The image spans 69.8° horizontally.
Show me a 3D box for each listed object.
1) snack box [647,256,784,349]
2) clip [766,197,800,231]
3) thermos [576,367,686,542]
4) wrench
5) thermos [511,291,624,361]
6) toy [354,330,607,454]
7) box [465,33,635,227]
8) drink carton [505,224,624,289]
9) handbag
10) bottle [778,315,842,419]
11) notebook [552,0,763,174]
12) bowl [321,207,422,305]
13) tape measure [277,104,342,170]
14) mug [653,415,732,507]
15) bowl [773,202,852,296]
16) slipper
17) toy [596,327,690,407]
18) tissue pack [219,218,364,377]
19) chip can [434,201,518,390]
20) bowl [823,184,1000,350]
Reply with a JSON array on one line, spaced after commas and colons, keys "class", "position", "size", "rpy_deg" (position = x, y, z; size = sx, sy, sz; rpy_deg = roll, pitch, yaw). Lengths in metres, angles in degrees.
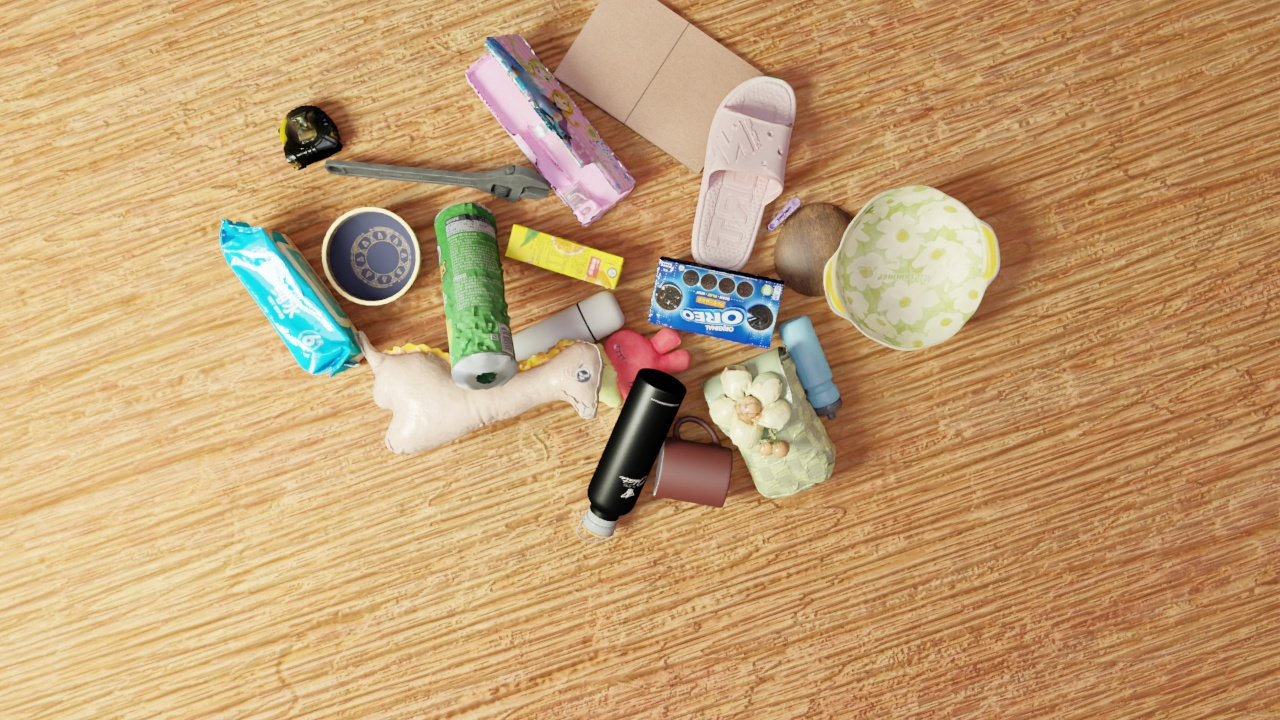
[{"class": "snack box", "position": [0.088, -0.069, 1.087], "size": [0.150, 0.027, 0.082], "rpy_deg": [12, 110, 8]}, {"class": "clip", "position": [0.172, -0.175, 1.101], "size": [0.013, 0.036, 0.053], "rpy_deg": [44, 106, -2]}, {"class": "thermos", "position": [-0.018, 0.123, 1.092], "size": [0.061, 0.061, 0.232], "rpy_deg": [23, 109, -2]}, {"class": "wrench", "position": [-0.239, -0.216, 1.080], "size": [0.273, 0.073, 0.018], "rpy_deg": [6, 72, 5]}, {"class": "thermos", "position": [-0.125, -0.015, 1.098], "size": [0.224, 0.052, 0.052], "rpy_deg": [-27, 95, 2]}, {"class": "toy", "position": [-0.178, 0.012, 1.044], "size": [0.264, 0.065, 0.196], "rpy_deg": [-23, 85, -3]}, {"class": "box", "position": [-0.105, -0.269, 1.055], "size": [0.085, 0.096, 0.230], "rpy_deg": [-38, 94, 3]}, {"class": "drink carton", "position": [-0.088, -0.121, 1.087], "size": [0.134, 0.058, 0.043], "rpy_deg": [17, 96, -2]}, {"class": "handbag", "position": [0.154, 0.079, 1.074], "size": [0.113, 0.116, 0.186], "rpy_deg": [-26, 99, 19]}, {"class": "bottle", "position": [0.208, 0.011, 1.110], "size": [0.040, 0.040, 0.130], "rpy_deg": [-23, 95, 1]}, {"class": "notebook", "position": [0.021, -0.339, 1.094], "size": [0.209, 0.008, 0.141], "rpy_deg": [33, 94, -3]}, {"class": "bowl", "position": [-0.310, -0.122, 1.083], "size": [0.112, 0.061, 0.112], "rpy_deg": [0, 95, -1]}, {"class": "tape measure", "position": [-0.388, -0.267, 1.076], "size": [0.067, 0.038, 0.062], "rpy_deg": [-21, 80, 2]}, {"class": "mug", "position": [0.065, 0.119, 1.108], "size": [0.082, 0.073, 0.105], "rpy_deg": [10, 69, -2]}, {"class": "bowl", "position": [0.215, -0.134, 1.104], "size": [0.102, 0.026, 0.114], "rpy_deg": [25, 94, -3]}, {"class": "slipper", "position": [0.120, -0.217, 1.073], "size": [0.094, 0.064, 0.239], "rpy_deg": [14, 97, -10]}, {"class": "toy", "position": [-0.007, 0.006, 1.105], "size": [0.135, 0.045, 0.091], "rpy_deg": [-18, 99, -1]}, {"class": "tissue pack", "position": [-0.400, -0.073, 1.060], "size": [0.066, 0.117, 0.209], "rpy_deg": [-36, 95, -4]}, {"class": "chip can", "position": [-0.184, -0.073, 1.025], "size": [0.075, 0.075, 0.223], "rpy_deg": [-14, 58, 0]}, {"class": "bowl", "position": [0.310, -0.109, 1.082], "size": [0.219, 0.060, 0.188], "rpy_deg": [-13, 100, -8]}]
